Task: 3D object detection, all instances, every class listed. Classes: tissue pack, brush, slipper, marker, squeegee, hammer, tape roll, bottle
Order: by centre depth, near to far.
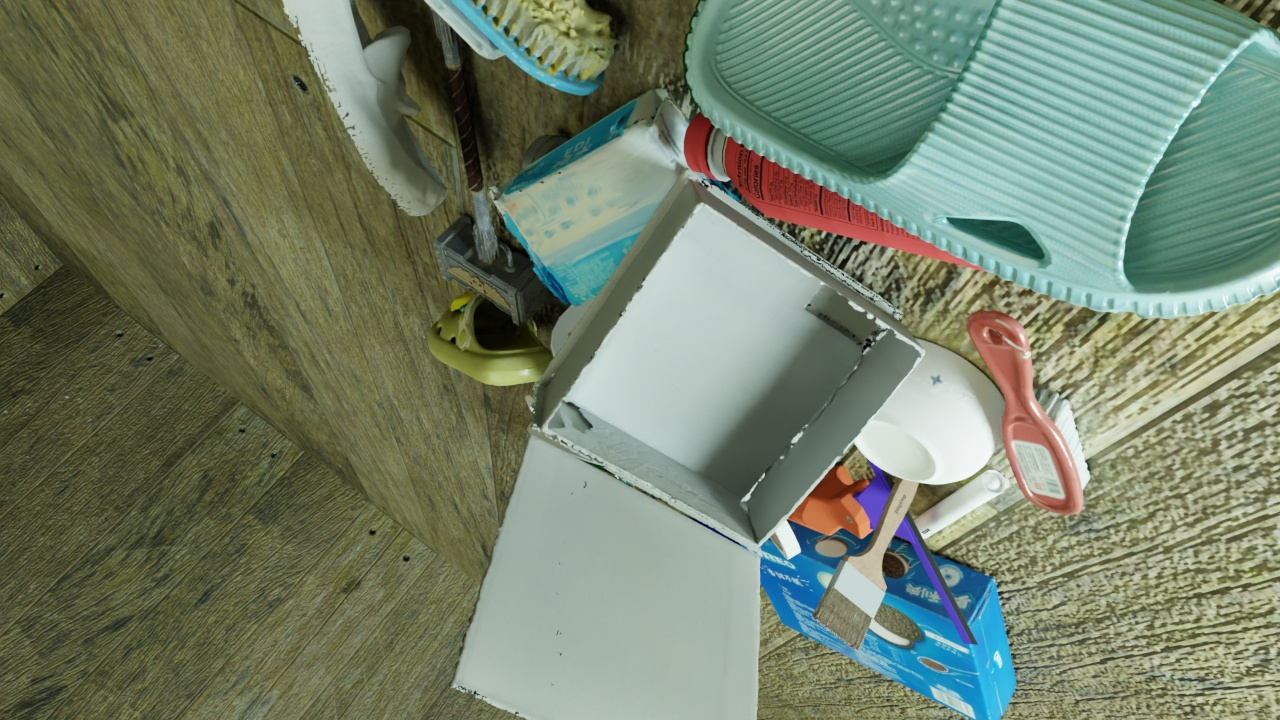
[{"bbox_3d":[0.122,-0.101,0.352,0.276,0.069,0.116,30,110,28],"label":"slipper"},{"bbox_3d":[0.100,-0.093,0.450,0.177,0.062,0.062,21,151,34],"label":"bottle"},{"bbox_3d":[-0.075,-0.200,0.517,0.136,0.055,0.075,43,151,-10],"label":"brush"},{"bbox_3d":[0.223,0.026,0.520,0.041,0.030,0.172,13,146,46],"label":"brush"},{"bbox_3d":[-0.018,-0.098,0.563,0.145,0.061,0.093,-23,122,27],"label":"tissue pack"},{"bbox_3d":[-0.192,-0.211,0.617,0.112,0.074,0.247,-99,-9,-57],"label":"slipper"},{"bbox_3d":[0.166,0.127,0.640,0.045,0.142,0.008,39,159,-21],"label":"brush"},{"bbox_3d":[0.230,0.108,0.673,0.020,0.017,0.134,2,155,-7],"label":"marker"},{"bbox_3d":[-0.129,-0.151,0.706,0.098,0.044,0.323,32,152,17],"label":"hammer"},{"bbox_3d":[0.149,0.113,0.745,0.249,0.055,0.185,60,163,-11],"label":"squeegee"},{"bbox_3d":[0.107,0.127,0.788,0.093,0.013,0.093,58,177,4],"label":"tape roll"},{"bbox_3d":[-0.145,-0.031,0.868,0.191,0.091,0.082,29,125,57],"label":"slipper"}]

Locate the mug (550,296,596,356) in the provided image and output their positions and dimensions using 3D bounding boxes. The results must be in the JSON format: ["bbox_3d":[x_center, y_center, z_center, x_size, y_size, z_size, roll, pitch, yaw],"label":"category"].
[{"bbox_3d":[-0.004,0.004,0.752,0.121,0.090,0.090,-4,144,7],"label":"mug"}]

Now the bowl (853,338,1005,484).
[{"bbox_3d":[0.174,0.039,0.587,0.105,0.054,0.105,32,157,16],"label":"bowl"}]

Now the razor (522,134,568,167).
[{"bbox_3d":[-0.017,-0.103,0.632,0.116,0.047,0.088,18,149,24],"label":"razor"}]

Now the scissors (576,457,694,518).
[{"bbox_3d":[0.001,0.135,0.994,0.209,0.015,0.154,26,175,22],"label":"scissors"}]

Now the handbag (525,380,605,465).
[{"bbox_3d":[0.003,0.093,0.894,0.216,0.095,0.222,23,163,34],"label":"handbag"}]

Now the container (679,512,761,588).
[{"bbox_3d":[0.061,0.210,0.954,0.113,0.084,0.085,27,174,-40],"label":"container"}]

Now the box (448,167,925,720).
[{"bbox_3d":[-0.023,0.152,0.486,0.166,0.505,0.149,30,163,-15],"label":"box"}]

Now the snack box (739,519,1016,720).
[{"bbox_3d":[0.214,0.226,0.851,0.239,0.056,0.196,19,149,40],"label":"snack box"}]
